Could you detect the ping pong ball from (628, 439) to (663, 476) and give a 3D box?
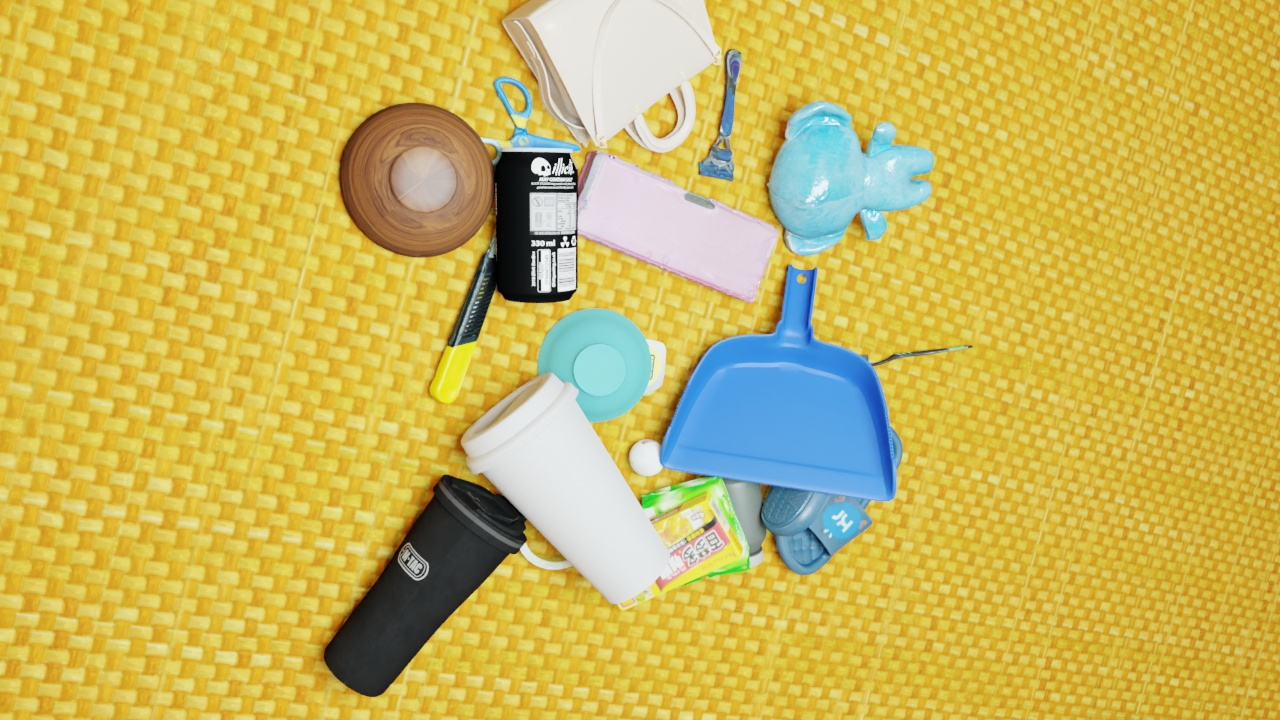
[{"bbox_3d":[0.007,0.106,1.004,0.040,0.040,0.040,-3,98,-21],"label":"ping pong ball"}]

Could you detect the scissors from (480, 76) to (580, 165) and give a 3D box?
[{"bbox_3d":[-0.125,-0.218,0.923,0.125,0.016,0.125,-32,108,-10],"label":"scissors"}]

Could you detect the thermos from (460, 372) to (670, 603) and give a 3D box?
[{"bbox_3d":[-0.067,0.132,0.918,0.131,0.132,0.222,-39,102,-13],"label":"thermos"}]

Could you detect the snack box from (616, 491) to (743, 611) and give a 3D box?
[{"bbox_3d":[0.027,0.206,0.989,0.152,0.025,0.075,-28,98,16],"label":"snack box"}]

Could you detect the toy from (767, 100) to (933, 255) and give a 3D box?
[{"bbox_3d":[0.229,-0.205,1.016,0.180,0.114,0.184,-8,123,-3],"label":"toy"}]

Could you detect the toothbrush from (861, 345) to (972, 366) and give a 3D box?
[{"bbox_3d":[0.334,-0.009,1.132,0.187,0.014,0.017,-8,92,-21],"label":"toothbrush"}]

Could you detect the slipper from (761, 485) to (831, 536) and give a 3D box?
[{"bbox_3d":[0.211,0.115,1.032,0.059,0.104,0.213,48,61,-21],"label":"slipper"}]

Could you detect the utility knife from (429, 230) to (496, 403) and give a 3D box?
[{"bbox_3d":[-0.167,-0.051,0.925,0.028,0.020,0.197,24,86,-46],"label":"utility knife"}]

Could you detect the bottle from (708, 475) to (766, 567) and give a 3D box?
[{"bbox_3d":[0.111,0.177,1.044,0.060,0.060,0.108,-13,101,-20],"label":"bottle"}]

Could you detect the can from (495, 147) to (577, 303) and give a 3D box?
[{"bbox_3d":[-0.101,-0.133,0.901,0.080,0.080,0.146,-4,103,-21],"label":"can"}]

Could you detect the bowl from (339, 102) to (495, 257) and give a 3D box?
[{"bbox_3d":[-0.206,-0.169,0.861,0.147,0.069,0.147,-3,100,-17],"label":"bowl"}]

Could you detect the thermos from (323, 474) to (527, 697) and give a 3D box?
[{"bbox_3d":[-0.214,0.221,0.904,0.106,0.106,0.218,40,87,-21],"label":"thermos"}]

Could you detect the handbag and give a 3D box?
[{"bbox_3d":[-0.010,-0.298,0.923,0.194,0.101,0.198,-39,121,-13],"label":"handbag"}]

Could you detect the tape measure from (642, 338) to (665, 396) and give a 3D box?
[{"bbox_3d":[-0.006,0.006,0.997,0.065,0.017,0.064,6,95,-22],"label":"tape measure"}]

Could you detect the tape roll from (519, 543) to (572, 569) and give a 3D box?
[{"bbox_3d":[-0.090,0.177,0.986,0.094,0.019,0.094,-3,98,-21],"label":"tape roll"}]

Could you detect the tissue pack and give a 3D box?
[{"bbox_3d":[0.059,0.187,1.010,0.100,0.034,0.114,-19,99,17],"label":"tissue pack"}]

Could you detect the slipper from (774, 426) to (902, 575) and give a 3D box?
[{"bbox_3d":[0.239,0.160,1.094,0.104,0.059,0.213,44,79,-18],"label":"slipper"}]

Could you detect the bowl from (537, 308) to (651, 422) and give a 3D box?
[{"bbox_3d":[-0.045,0.007,0.952,0.121,0.046,0.121,-1,96,-8],"label":"bowl"}]

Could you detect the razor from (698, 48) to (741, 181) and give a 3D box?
[{"bbox_3d":[0.093,-0.269,0.999,0.043,0.018,0.141,5,95,-22],"label":"razor"}]

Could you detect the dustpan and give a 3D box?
[{"bbox_3d":[0.164,0.009,1.010,0.246,0.060,0.257,8,59,9],"label":"dustpan"}]

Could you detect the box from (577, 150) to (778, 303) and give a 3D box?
[{"bbox_3d":[0.037,-0.140,0.983,0.232,0.041,0.098,21,88,-23],"label":"box"}]
